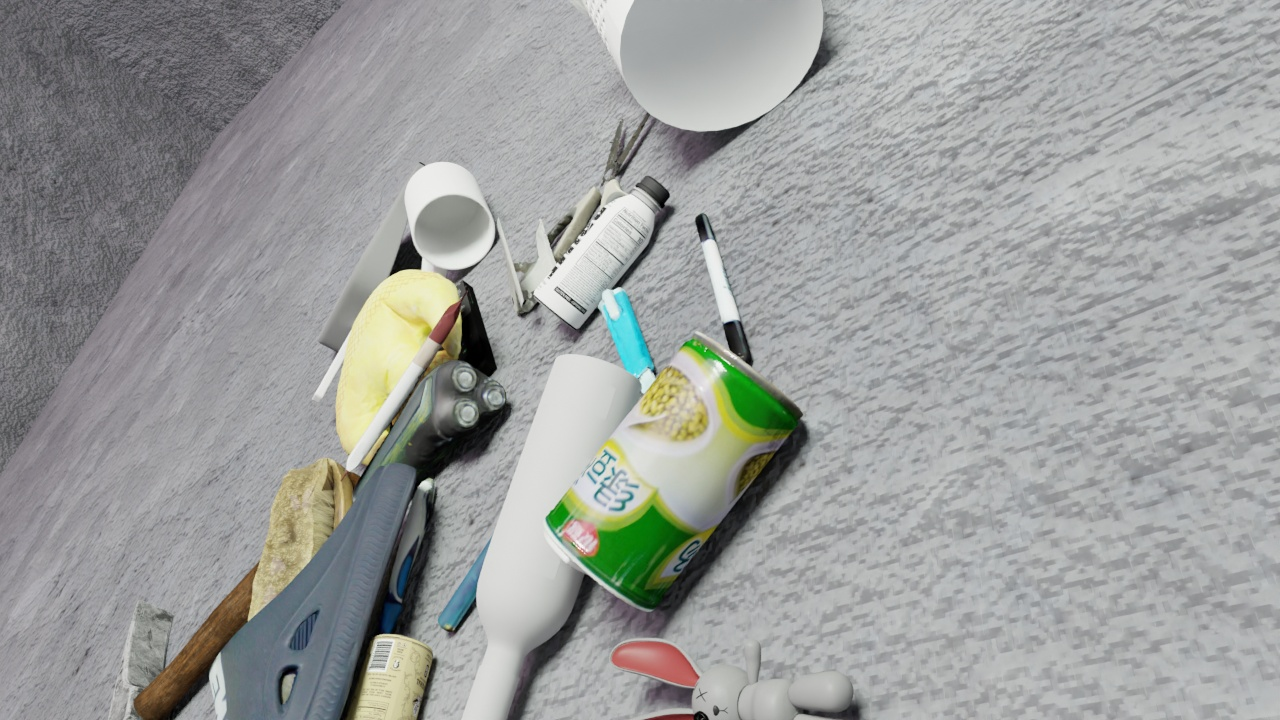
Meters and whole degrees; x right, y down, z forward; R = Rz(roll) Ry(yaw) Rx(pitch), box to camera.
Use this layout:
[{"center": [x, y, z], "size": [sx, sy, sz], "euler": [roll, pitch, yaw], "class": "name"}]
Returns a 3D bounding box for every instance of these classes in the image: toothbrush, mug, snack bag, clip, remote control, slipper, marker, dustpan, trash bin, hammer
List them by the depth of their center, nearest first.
[{"center": [0.047, -0.045, 0.545], "size": [0.011, 0.011, 0.152], "euler": [-37, 35, 21], "class": "marker"}, {"center": [-0.205, 0.169, 0.546], "size": [0.111, 0.083, 0.267], "euler": [120, 165, -47], "class": "slipper"}, {"center": [-0.157, 0.157, 0.596], "size": [0.017, 0.016, 0.188], "euler": [-17, 45, 26], "class": "toothbrush"}, {"center": [0.034, -0.275, 0.646], "size": [0.196, 0.195, 0.199], "euler": [-35, 45, 24], "class": "trash bin"}, {"center": [-0.172, 0.018, 0.675], "size": [0.158, 0.013, 0.057], "euler": [-55, 11, 6], "class": "snack bag"}, {"center": [-0.086, -0.066, 0.706], "size": [0.058, 0.052, 0.102], "euler": [-27, 48, 7], "class": "clip"}, {"center": [-0.146, -0.022, 0.758], "size": [0.034, 0.013, 0.150], "euler": [-45, 33, 10], "class": "remote control"}, {"center": [-0.336, 0.186, 0.769], "size": [0.301, 0.037, 0.217], "euler": [-46, 32, 6], "class": "hammer"}, {"center": [-0.186, -0.120, 0.864], "size": [0.111, 0.073, 0.090], "euler": [-68, 26, 23], "class": "mug"}, {"center": [-0.280, -0.064, 0.917], "size": [0.164, 0.033, 0.256], "euler": [-44, 23, 44], "class": "dustpan"}]

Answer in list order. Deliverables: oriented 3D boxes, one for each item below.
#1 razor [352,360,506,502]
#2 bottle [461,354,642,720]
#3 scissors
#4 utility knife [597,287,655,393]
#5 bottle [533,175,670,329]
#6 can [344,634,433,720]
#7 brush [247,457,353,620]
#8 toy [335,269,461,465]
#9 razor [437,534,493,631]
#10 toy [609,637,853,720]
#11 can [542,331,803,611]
[{"center": [-0.157, 0.061, 0.655], "size": [0.152, 0.054, 0.067], "euler": [-47, 23, 17], "class": "razor"}, {"center": [-0.051, 0.095, 0.485], "size": [0.053, 0.052, 0.195], "euler": [-6, 60, 48], "class": "bottle"}, {"center": [-0.028, -0.131, 0.721], "size": [0.158, 0.012, 0.165], "euler": [-45, 33, 10], "class": "scissors"}, {"center": [-0.003, 0.003, 0.554], "size": [0.022, 0.015, 0.178], "euler": [-42, 32, 15], "class": "utility knife"}, {"center": [-0.024, -0.077, 0.637], "size": [0.116, 0.041, 0.041], "euler": [-51, 32, 1], "class": "bottle"}, {"center": [-0.145, 0.199, 0.516], "size": [0.038, 0.038, 0.079], "euler": [-25, 41, 35], "class": "can"}, {"center": [-0.239, 0.154, 0.649], "size": [0.059, 0.043, 0.195], "euler": [-15, 54, 19], "class": "brush"}, {"center": [-0.205, 0.002, 0.757], "size": [0.155, 0.064, 0.170], "euler": [36, 101, 48], "class": "toy"}, {"center": [-0.076, 0.100, 0.545], "size": [0.144, 0.022, 0.042], "euler": [-53, 31, -1], "class": "razor"}, {"center": [0.034, 0.136, 0.364], "size": [0.112, 0.030, 0.049], "euler": [-12, 78, 42], "class": "toy"}, {"center": [0.015, 0.053, 0.435], "size": [0.121, 0.067, 0.067], "euler": [-51, 32, -1], "class": "can"}]
